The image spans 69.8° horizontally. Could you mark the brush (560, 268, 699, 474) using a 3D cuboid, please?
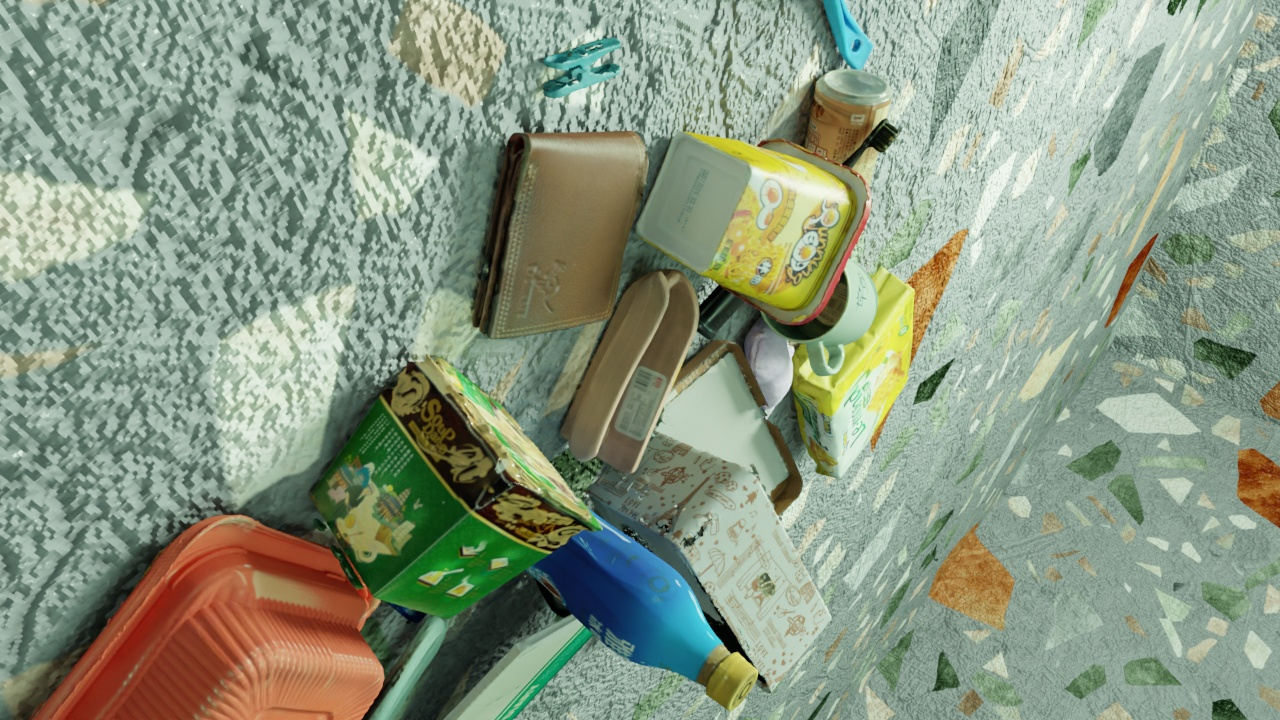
[{"bbox_3d":[-0.004,0.004,0.642,0.146,0.063,0.073,-65,160,13],"label":"brush"}]

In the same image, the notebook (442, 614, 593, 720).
[{"bbox_3d":[-0.101,0.257,0.727,0.150,0.012,0.210,-9,144,-55],"label":"notebook"}]

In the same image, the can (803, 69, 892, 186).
[{"bbox_3d":[0.159,-0.166,0.730,0.058,0.058,0.116,-34,143,-36],"label":"can"}]

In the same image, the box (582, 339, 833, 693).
[{"bbox_3d":[0.083,0.116,0.721,0.197,0.158,0.181,-40,119,-23],"label":"box"}]

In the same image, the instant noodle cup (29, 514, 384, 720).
[{"bbox_3d":[-0.215,0.182,0.479,0.188,0.079,0.164,-55,151,-7],"label":"instant noodle cup"}]

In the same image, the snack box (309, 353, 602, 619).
[{"bbox_3d":[-0.110,0.078,0.520,0.105,0.118,0.117,-43,149,-1],"label":"snack box"}]

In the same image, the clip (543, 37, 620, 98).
[{"bbox_3d":[-0.031,-0.158,0.495,0.056,0.014,0.045,-33,141,-35],"label":"clip"}]

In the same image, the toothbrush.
[{"bbox_3d":[0.117,-0.100,0.706,0.213,0.027,0.026,-47,159,13],"label":"toothbrush"}]

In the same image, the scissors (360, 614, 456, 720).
[{"bbox_3d":[-0.156,0.210,0.613,0.182,0.019,0.169,-60,180,30],"label":"scissors"}]

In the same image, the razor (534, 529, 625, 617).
[{"bbox_3d":[-0.026,0.167,0.780,0.068,0.062,0.167,-37,166,26],"label":"razor"}]

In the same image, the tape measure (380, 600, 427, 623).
[{"bbox_3d":[-0.145,0.142,0.600,0.054,0.025,0.058,-48,157,-19],"label":"tape measure"}]

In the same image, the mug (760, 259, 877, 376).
[{"bbox_3d":[0.162,-0.041,0.812,0.106,0.082,0.111,5,77,-62],"label":"mug"}]

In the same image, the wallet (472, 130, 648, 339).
[{"bbox_3d":[-0.046,-0.074,0.537,0.101,0.032,0.125,-17,131,-47],"label":"wallet"}]

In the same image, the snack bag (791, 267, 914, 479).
[{"bbox_3d":[0.231,0.018,1.009,0.157,0.068,0.247,-49,150,-16],"label":"snack bag"}]

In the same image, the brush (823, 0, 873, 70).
[{"bbox_3d":[0.123,-0.262,0.612,0.083,0.046,0.254,-63,155,1],"label":"brush"}]

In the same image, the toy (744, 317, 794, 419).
[{"bbox_3d":[0.121,-0.001,0.855,0.083,0.039,0.108,-66,152,-22],"label":"toy"}]

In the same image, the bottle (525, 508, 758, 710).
[{"bbox_3d":[-0.019,0.144,0.594,0.065,0.219,0.065,-36,143,-33],"label":"bottle"}]

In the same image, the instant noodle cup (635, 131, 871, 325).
[{"bbox_3d":[0.073,-0.096,0.626,0.123,0.116,0.116,7,113,-46],"label":"instant noodle cup"}]
